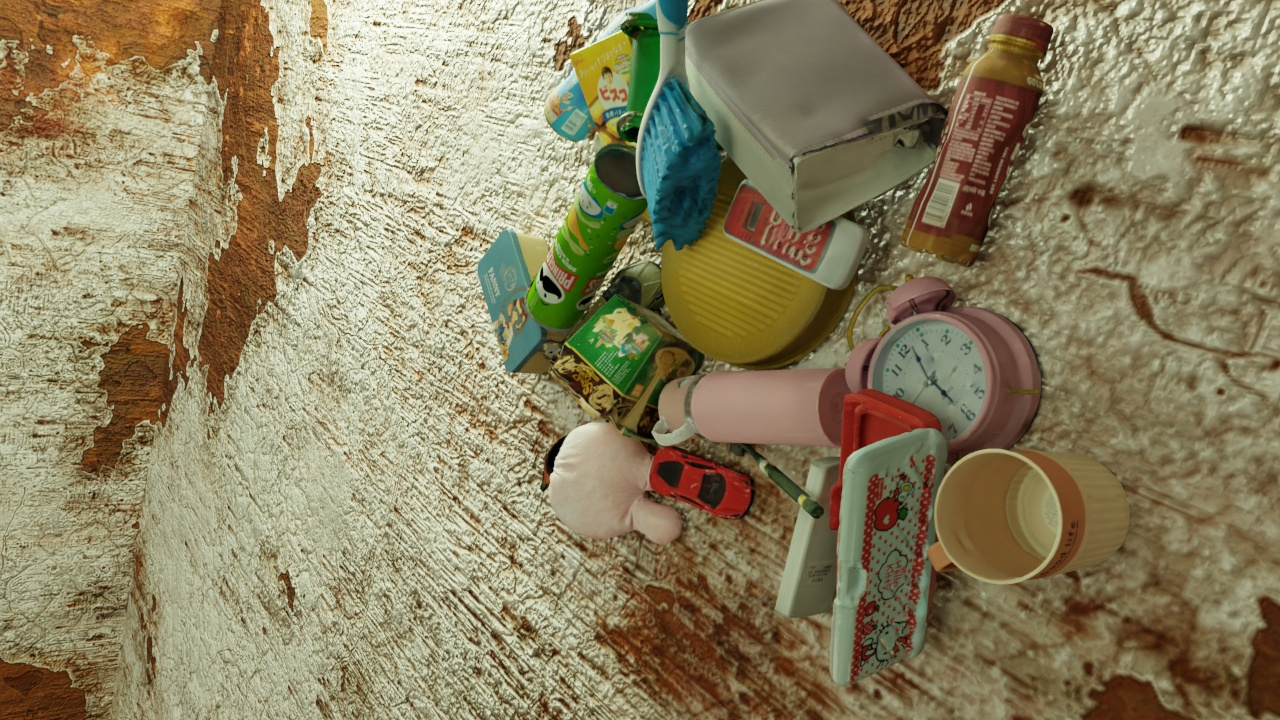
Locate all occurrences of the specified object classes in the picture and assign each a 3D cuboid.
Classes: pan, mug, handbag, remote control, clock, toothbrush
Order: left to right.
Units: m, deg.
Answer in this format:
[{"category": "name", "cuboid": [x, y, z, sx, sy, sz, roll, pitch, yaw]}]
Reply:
[{"category": "handbag", "cuboid": [0.032, -0.262, 0.884, 0.068, 0.120, 0.131, 1, 86, 53]}, {"category": "pan", "cuboid": [0.061, -0.122, 0.894, 0.357, 0.078, 0.198, 32, 108, 39]}, {"category": "toothbrush", "cuboid": [0.111, 0.098, 0.783, 0.186, 0.012, 0.017, -138, 53, -70]}, {"category": "remote control", "cuboid": [0.126, -0.107, 0.765, 0.136, 0.020, 0.056, 35, 109, 39]}, {"category": "handbag", "cuboid": [0.136, -0.211, 0.750, 0.145, 0.098, 0.197, -26, 55, -4]}, {"category": "remote control", "cuboid": [0.148, 0.145, 0.756, 0.019, 0.056, 0.135, 22, 104, 49]}, {"category": "clock", "cuboid": [0.216, 0.005, 0.686, 0.158, 0.059, 0.117, 54, 126, 38]}, {"category": "mug", "cuboid": [0.247, 0.108, 0.604, 0.115, 0.105, 0.081, -46, 54, 37]}]

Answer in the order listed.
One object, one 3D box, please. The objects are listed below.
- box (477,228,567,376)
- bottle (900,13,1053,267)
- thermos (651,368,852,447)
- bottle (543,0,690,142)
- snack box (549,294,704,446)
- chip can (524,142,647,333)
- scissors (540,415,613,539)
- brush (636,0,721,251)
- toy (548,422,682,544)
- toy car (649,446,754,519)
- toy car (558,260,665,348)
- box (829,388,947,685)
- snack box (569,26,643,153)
[{"category": "box", "cuboid": [-0.139, -0.075, 1.112, 0.090, 0.061, 0.184, -46, 56, 36]}, {"category": "bottle", "cuboid": [0.247, -0.159, 0.668, 0.057, 0.057, 0.175, 33, 111, 46]}, {"category": "thermos", "cuboid": [0.093, 0.047, 0.809, 0.199, 0.087, 0.067, -3, 120, 48]}, {"category": "bottle", "cuboid": [-0.024, -0.327, 0.997, 0.219, 0.065, 0.065, -38, 59, 41]}, {"category": "snack box", "cuboid": [-0.005, 0.005, 0.915, 0.118, 0.117, 0.106, 43, 103, 36]}, {"category": "chip can", "cuboid": [-0.056, -0.122, 0.965, 0.237, 0.072, 0.072, -54, 48, 50]}, {"category": "scissors", "cuboid": [-0.047, 0.086, 1.020, 0.189, 0.015, 0.223, 50, 120, 38]}, {"category": "brush", "cuboid": [0.029, -0.220, 0.733, 0.315, 0.060, 0.109, 99, 154, -60]}, {"category": "toy", "cuboid": [-0.022, 0.131, 0.945, 0.160, 0.054, 0.121, 16, 94, 27]}, {"category": "toy car", "cuboid": [0.057, 0.116, 0.869, 0.106, 0.031, 0.049, 18, 95, 28]}, {"category": "toy car", "cuboid": [-0.030, -0.043, 0.989, 0.158, 0.042, 0.070, -49, 52, 21]}, {"category": "box", "cuboid": [0.160, 0.131, 0.660, 0.095, 0.101, 0.202, 26, 128, 45]}, {"category": "snack box", "cuboid": [-0.012, -0.265, 0.951, 0.087, 0.033, 0.140, -3, 112, 46]}]
